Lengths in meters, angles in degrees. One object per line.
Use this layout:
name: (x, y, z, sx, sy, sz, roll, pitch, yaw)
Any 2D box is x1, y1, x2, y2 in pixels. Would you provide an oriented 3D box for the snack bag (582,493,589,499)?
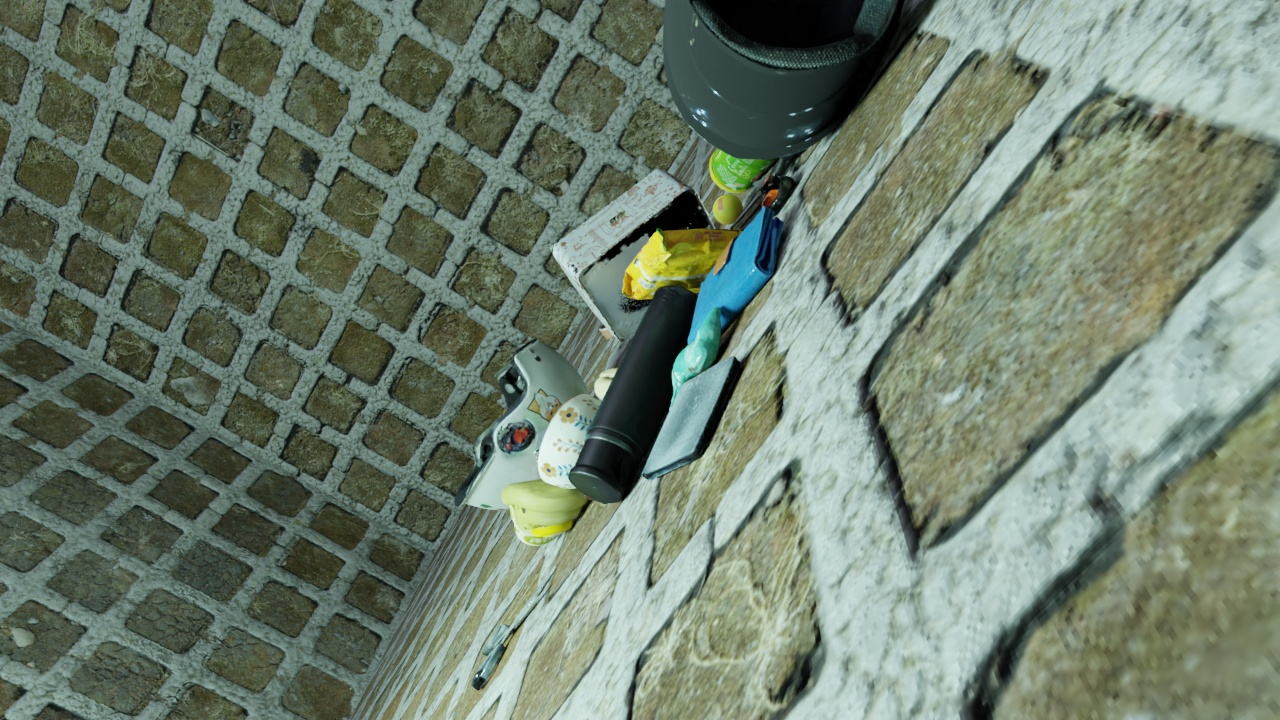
snack bag: (-0.030, 0.112, 1.016, 0.105, 0.026, 0.045, -60, 0, -26)

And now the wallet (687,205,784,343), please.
wallet: (0.094, -0.082, 0.930, 0.133, 0.040, 0.106, -51, 16, 44)

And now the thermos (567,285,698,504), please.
thermos: (-0.001, 0.038, 0.983, 0.090, 0.068, 0.241, 92, -158, -60)

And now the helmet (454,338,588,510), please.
helmet: (-0.162, 0.112, 1.384, 0.230, 0.157, 0.273, 142, 147, -68)

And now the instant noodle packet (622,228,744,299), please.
instant noodle packet: (0.050, -0.111, 1.034, 0.111, 0.128, 0.044, -52, 52, 50)

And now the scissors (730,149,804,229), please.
scissors: (0.157, -0.215, 1.086, 0.222, 0.021, 0.224, -53, 10, 37)

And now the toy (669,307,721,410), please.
toy: (0.052, 0.005, 0.902, 0.092, 0.030, 0.096, 124, 166, -60)

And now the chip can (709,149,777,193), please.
chip can: (0.159, -0.291, 1.177, 0.072, 0.072, 0.222, -62, 8, -20)

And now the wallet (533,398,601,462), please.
wallet: (-0.077, 0.091, 1.212, 0.130, 0.037, 0.106, -28, 13, 4)

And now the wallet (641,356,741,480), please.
wallet: (0.044, 0.053, 0.806, 0.097, 0.019, 0.121, -65, 11, -24)

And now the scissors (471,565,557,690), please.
scissors: (-0.149, 0.314, 1.070, 0.165, 0.014, 0.163, -61, 10, -25)

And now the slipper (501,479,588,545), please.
slipper: (-0.118, 0.188, 1.148, 0.191, 0.091, 0.081, 169, 92, -68)

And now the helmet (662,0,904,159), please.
helmet: (0.137, -0.349, 0.949, 0.231, 0.233, 0.273, 107, 179, -49)

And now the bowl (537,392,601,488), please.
bowl: (-0.062, 0.101, 1.059, 0.113, 0.062, 0.114, -47, -30, -38)

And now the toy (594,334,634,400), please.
toy: (-0.007, 0.007, 1.121, 0.104, 0.066, 0.158, -43, 5, -37)

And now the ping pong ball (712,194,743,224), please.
ping pong ball: (0.117, -0.201, 1.223, 0.040, 0.040, 0.040, -57, 8, 12)

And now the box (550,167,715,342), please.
box: (0.012, -0.108, 1.157, 0.179, 0.130, 0.272, -37, -22, -4)
